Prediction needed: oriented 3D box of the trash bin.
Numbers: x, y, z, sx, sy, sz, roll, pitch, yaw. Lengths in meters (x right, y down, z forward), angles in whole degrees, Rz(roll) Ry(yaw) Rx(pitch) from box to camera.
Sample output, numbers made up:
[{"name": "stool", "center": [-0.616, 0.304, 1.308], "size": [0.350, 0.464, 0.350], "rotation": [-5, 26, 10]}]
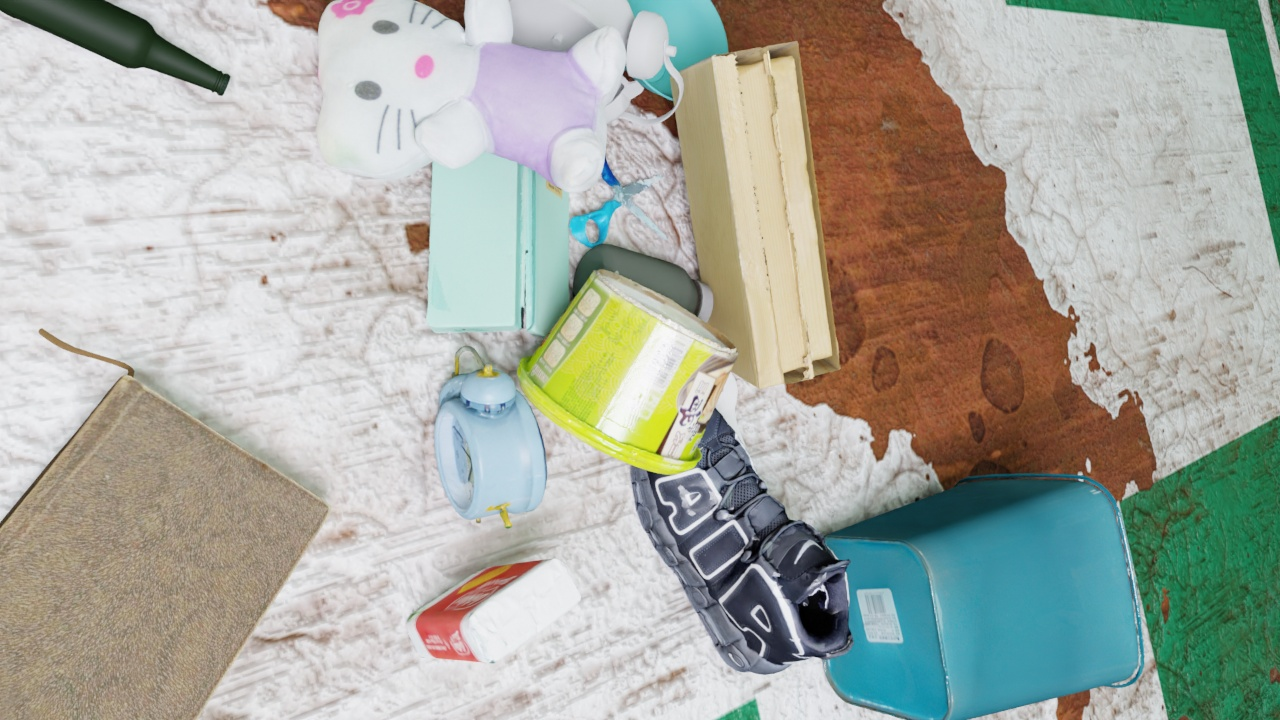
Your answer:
[{"name": "trash bin", "center": [0.289, 0.215, 0.828], "size": [0.218, 0.200, 0.196], "rotation": [-6, 85, -29]}]

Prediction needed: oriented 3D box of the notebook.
[{"name": "notebook", "center": [-0.302, 0.119, 0.498], "size": [0.190, 0.035, 0.215], "rotation": [44, 61, -27]}]

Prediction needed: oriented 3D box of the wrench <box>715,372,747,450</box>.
[{"name": "wrench", "center": [0.104, 0.130, 0.812], "size": [0.047, 0.009, 0.273], "rotation": [-25, 97, -36]}]

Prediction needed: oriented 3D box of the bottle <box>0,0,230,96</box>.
[{"name": "bottle", "center": [-0.313, -0.195, 0.554], "size": [0.123, 0.033, 0.033], "rotation": [22, 70, -32]}]

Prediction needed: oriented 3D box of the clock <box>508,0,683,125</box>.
[{"name": "clock", "center": [-0.040, -0.234, 0.706], "size": [0.159, 0.120, 0.060], "rotation": [33, 59, -15]}]

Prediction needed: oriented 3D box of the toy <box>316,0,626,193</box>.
[{"name": "toy", "center": [-0.118, -0.181, 0.620], "size": [0.209, 0.085, 0.137], "rotation": [10, 81, 5]}]

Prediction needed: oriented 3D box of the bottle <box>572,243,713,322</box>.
[{"name": "bottle", "center": [0.004, -0.054, 0.739], "size": [0.108, 0.060, 0.060], "rotation": [13, 75, -33]}]

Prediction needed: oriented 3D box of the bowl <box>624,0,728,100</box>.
[{"name": "bowl", "center": [0.015, -0.273, 0.792], "size": [0.121, 0.046, 0.121], "rotation": [7, 78, -35]}]

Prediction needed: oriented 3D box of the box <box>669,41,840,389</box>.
[{"name": "box", "center": [0.095, -0.115, 0.732], "size": [0.091, 0.128, 0.249], "rotation": [-14, 103, -13]}]

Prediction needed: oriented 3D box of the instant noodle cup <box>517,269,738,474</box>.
[{"name": "instant noodle cup", "center": [-0.004, 0.004, 0.651], "size": [0.146, 0.146, 0.098], "rotation": [23, 101, -31]}]

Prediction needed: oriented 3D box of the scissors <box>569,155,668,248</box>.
[{"name": "scissors", "center": [-0.021, -0.145, 0.757], "size": [0.127, 0.014, 0.127], "rotation": [-32, 104, -42]}]

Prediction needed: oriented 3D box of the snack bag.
[{"name": "snack bag", "center": [-0.098, 0.163, 0.597], "size": [0.076, 0.116, 0.036], "rotation": [-29, 93, -36]}]

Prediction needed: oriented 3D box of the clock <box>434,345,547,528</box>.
[{"name": "clock", "center": [-0.107, 0.051, 0.626], "size": [0.051, 0.089, 0.124], "rotation": [-10, 90, -30]}]

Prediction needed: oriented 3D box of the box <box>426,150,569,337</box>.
[{"name": "box", "center": [-0.104, -0.108, 0.691], "size": [0.112, 0.078, 0.187], "rotation": [13, 74, -63]}]

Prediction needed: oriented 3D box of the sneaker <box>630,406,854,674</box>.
[{"name": "sneaker", "center": [0.090, 0.135, 0.713], "size": [0.097, 0.151, 0.252], "rotation": [-29, 97, -35]}]
